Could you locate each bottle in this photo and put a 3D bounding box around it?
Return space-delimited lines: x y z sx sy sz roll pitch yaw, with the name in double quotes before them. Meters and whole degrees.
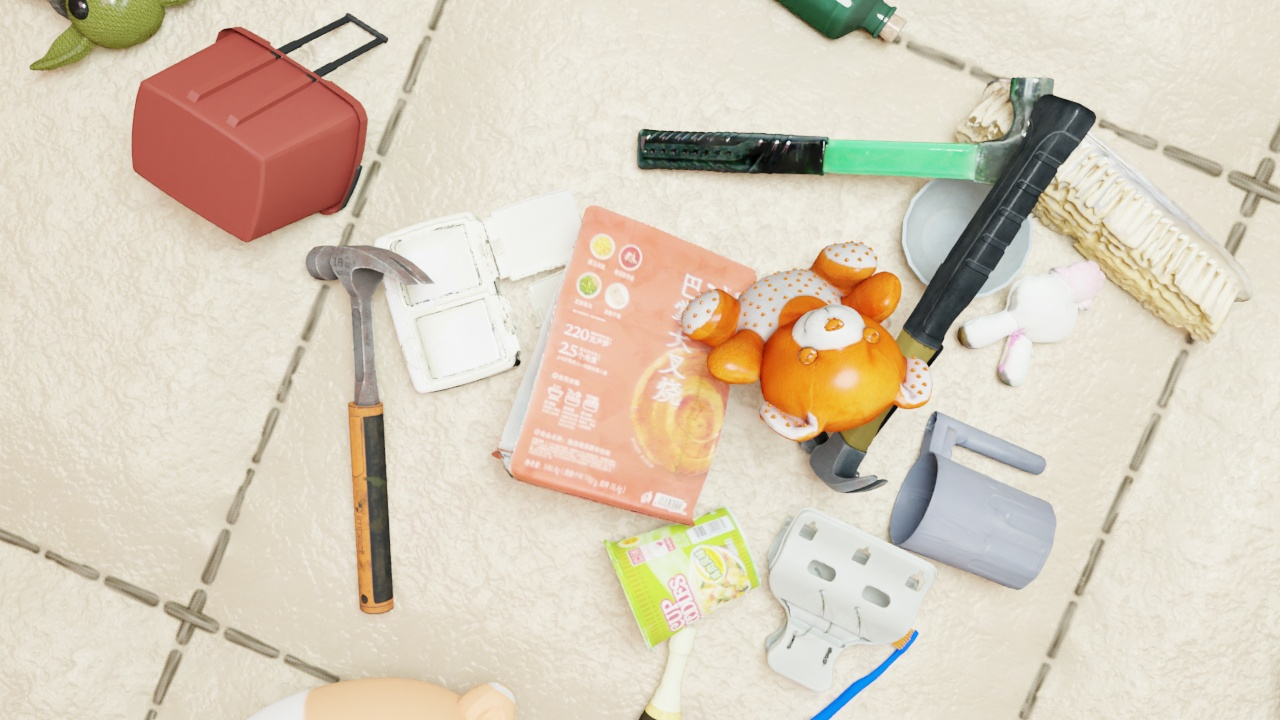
"bottle" 0.017 0.313 0.783 0.045 0.045 0.184 14 92 2
"bottle" 0.160 -0.309 0.758 0.131 0.061 0.061 36 90 1

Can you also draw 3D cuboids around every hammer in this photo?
"hammer" -0.221 0.061 0.772 0.138 0.034 0.314 5 99 39
"hammer" 0.225 -0.039 0.688 0.025 0.117 0.334 22 111 -19
"hammer" 0.151 -0.163 0.738 0.319 0.032 0.130 7 111 17

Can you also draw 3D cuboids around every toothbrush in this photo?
"toothbrush" 0.170 0.293 0.793 0.182 0.016 0.018 -43 84 2

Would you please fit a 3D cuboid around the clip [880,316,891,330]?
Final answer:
"clip" 0.181 -0.030 0.787 0.060 0.041 0.024 -1 91 -17

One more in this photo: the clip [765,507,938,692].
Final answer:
"clip" 0.161 0.201 0.779 0.126 0.095 0.152 26 113 5

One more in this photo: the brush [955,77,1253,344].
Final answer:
"brush" 0.374 -0.123 0.743 0.271 0.083 0.056 41 91 0

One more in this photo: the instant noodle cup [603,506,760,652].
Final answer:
"instant noodle cup" 0.037 0.174 0.761 0.108 0.099 0.099 -22 90 -5

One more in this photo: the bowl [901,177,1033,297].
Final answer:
"bowl" 0.268 -0.104 0.769 0.106 0.039 0.106 0 91 2

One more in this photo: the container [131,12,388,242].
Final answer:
"container" -0.297 -0.199 0.762 0.148 0.200 0.127 32 128 1

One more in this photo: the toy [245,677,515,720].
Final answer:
"toy" -0.202 0.371 0.688 0.280 0.266 0.263 -24 93 -13

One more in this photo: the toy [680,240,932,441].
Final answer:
"toy" 0.126 -0.016 0.681 0.163 0.172 0.093 -19 130 -7

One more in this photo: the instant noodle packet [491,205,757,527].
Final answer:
"instant noodle packet" -0.004 0.004 0.738 0.164 0.084 0.221 18 90 -20

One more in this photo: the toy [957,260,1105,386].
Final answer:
"toy" 0.330 -0.038 0.765 0.123 0.038 0.079 -41 111 14

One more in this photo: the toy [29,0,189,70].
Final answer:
"toy" -0.464 -0.338 0.771 0.179 0.078 0.152 -29 91 0

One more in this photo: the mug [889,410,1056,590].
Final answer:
"mug" 0.278 0.115 0.761 0.104 0.084 0.123 22 65 1

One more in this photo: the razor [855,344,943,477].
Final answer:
"razor" 0.210 0.041 0.783 0.043 0.022 0.144 38 92 0

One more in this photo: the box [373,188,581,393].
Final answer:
"box" -0.126 -0.061 0.780 0.184 0.050 0.143 -18 90 3
